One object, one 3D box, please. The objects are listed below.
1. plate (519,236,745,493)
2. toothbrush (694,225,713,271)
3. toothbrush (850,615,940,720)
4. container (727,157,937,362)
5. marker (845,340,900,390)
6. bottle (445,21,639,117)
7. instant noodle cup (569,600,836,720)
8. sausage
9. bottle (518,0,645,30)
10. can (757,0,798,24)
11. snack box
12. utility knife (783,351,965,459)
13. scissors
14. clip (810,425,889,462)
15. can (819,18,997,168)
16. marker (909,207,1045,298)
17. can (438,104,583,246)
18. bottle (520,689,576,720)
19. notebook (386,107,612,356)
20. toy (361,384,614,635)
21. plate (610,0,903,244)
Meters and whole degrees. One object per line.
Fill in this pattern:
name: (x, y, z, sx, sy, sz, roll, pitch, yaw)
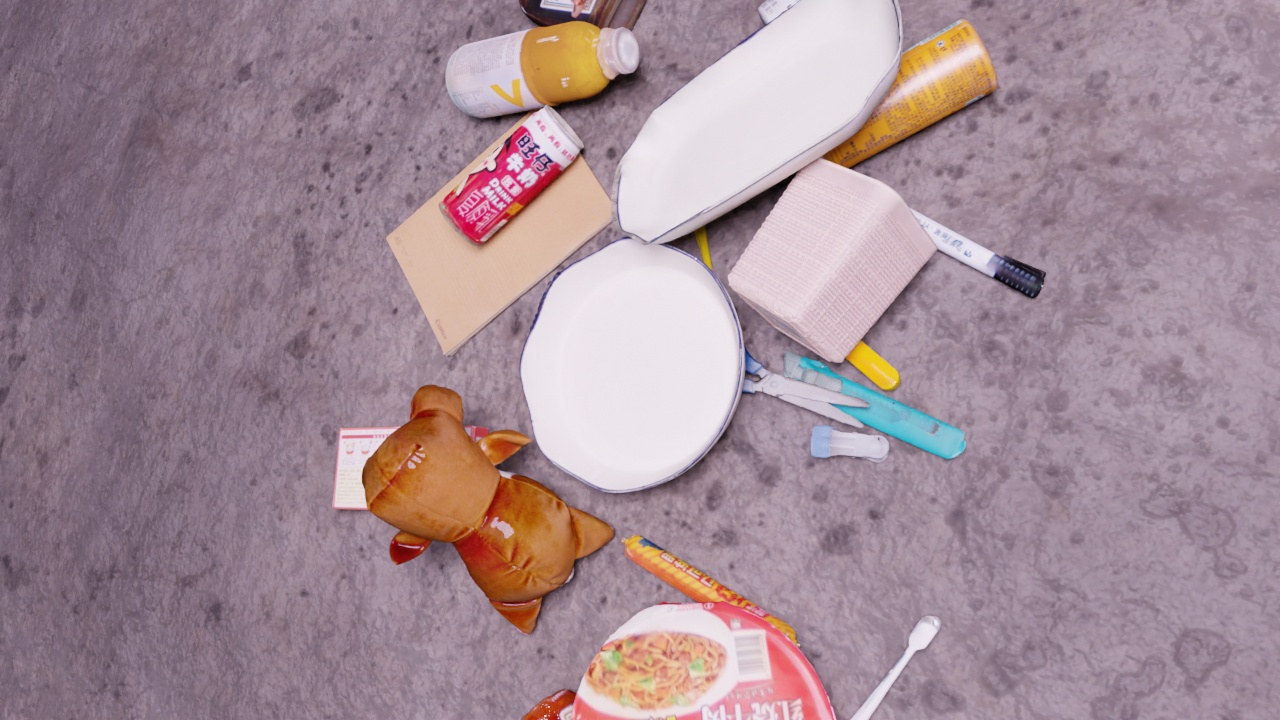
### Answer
plate: (-0.004, 0.004, 0.741, 0.205, 0.045, 0.204, -6, 78, 32)
toothbrush: (0.043, -0.131, 0.771, 0.016, 0.016, 0.190, -18, 73, 21)
toothbrush: (0.156, 0.252, 0.648, 0.016, 0.016, 0.180, 38, 99, 31)
container: (0.134, -0.070, 0.661, 0.111, 0.090, 0.090, -53, 44, 2)
marker: (0.149, -0.020, 0.702, 0.018, 0.015, 0.124, -49, 62, 7)
bottle: (-0.088, -0.260, 0.816, 0.190, 0.068, 0.068, 1, 81, 34)
instant noodle cup: (0.049, 0.271, 0.655, 0.194, 0.066, 0.193, -6, 71, 18)
sausage: (0.051, 0.178, 0.706, 0.165, 0.021, 0.021, 26, 92, 27)
bottle: (-0.086, -0.355, 0.860, 0.195, 0.044, 0.080, 33, 98, 27)
can: (0.166, -0.302, 0.722, 0.147, 0.058, 0.058, -37, 67, 15)
snack box: (-0.213, 0.100, 0.843, 0.156, 0.027, 0.077, -3, 80, 25)
utility knife: (0.169, 0.032, 0.683, 0.151, 0.012, 0.029, 26, 94, 27)
scissors: (0.099, 0.006, 0.712, 0.174, 0.012, 0.124, -12, 73, 29)
clip: (0.156, 0.062, 0.681, 0.058, 0.045, 0.027, 5, 81, 20)
can: (0.188, -0.194, 0.691, 0.146, 0.058, 0.058, -26, 70, 19)
marker: (0.234, -0.085, 0.672, 0.131, 0.018, 0.022, 36, 88, 26)
can: (-0.115, -0.165, 0.820, 0.133, 0.053, 0.053, -40, 66, 13)
bottle: (-0.018, 0.346, 0.687, 0.060, 0.059, 0.206, -46, 65, 11)
notebook: (-0.135, -0.125, 0.858, 0.212, 0.012, 0.149, -37, 67, 14)
toy: (-0.128, 0.122, 0.741, 0.199, 0.130, 0.140, 38, 104, -8)
plate: (0.084, -0.177, 0.690, 0.266, 0.034, 0.161, -28, 45, 34)
